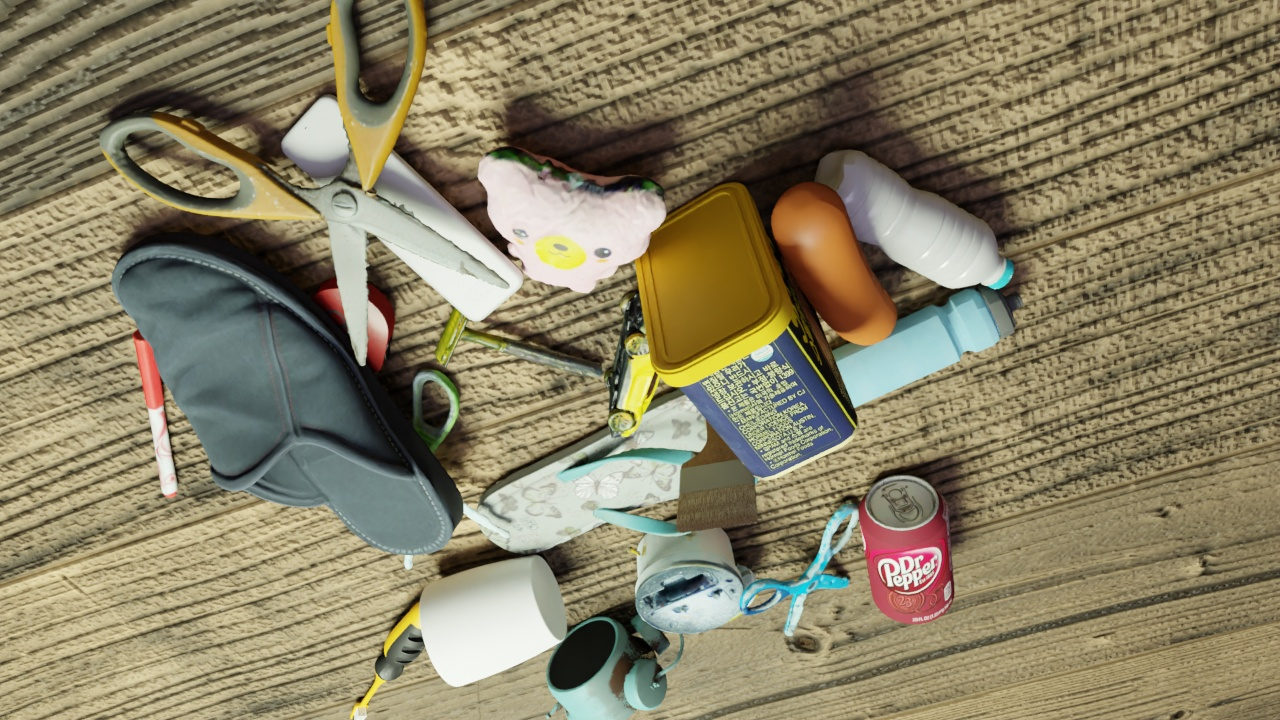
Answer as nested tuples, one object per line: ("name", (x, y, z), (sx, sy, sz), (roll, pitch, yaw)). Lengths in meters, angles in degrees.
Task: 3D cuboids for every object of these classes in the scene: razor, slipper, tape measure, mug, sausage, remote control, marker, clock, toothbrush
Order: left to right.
("marker", (-0.317, 0.039, 0.604), (0.013, 0.012, 0.142), (6, 127, -9))
("slipper", (-0.214, 0.044, 0.551), (0.109, 0.083, 0.265), (-22, 118, 26))
("tape measure", (-0.173, -0.024, 0.560), (0.059, 0.019, 0.052), (37, 121, -21))
("toothbrush", (-0.212, 0.258, 0.775), (0.031, 0.030, 0.197), (10, 133, -32))
("remote control", (-0.130, -0.082, 0.513), (0.045, 0.008, 0.146), (-37, 113, 23))
("mug", (-0.105, 0.200, 0.715), (0.088, 0.081, 0.114), (-21, 157, 7))
("razor", (-0.073, -0.006, 0.584), (0.105, 0.026, 0.043), (16, 123, -22))
("clock", (-0.020, 0.249, 0.745), (0.124, 0.089, 0.053), (-30, 115, 18))
("slipper", (0.003, 0.082, 0.639), (0.269, 0.054, 0.098), (-20, 124, 13))
("clock", (0.043, 0.174, 0.710), (0.083, 0.057, 0.117), (-26, 125, 14))
("sausage", (0.112, -0.046, 0.517), (0.039, 0.044, 0.164), (6, 164, 28))

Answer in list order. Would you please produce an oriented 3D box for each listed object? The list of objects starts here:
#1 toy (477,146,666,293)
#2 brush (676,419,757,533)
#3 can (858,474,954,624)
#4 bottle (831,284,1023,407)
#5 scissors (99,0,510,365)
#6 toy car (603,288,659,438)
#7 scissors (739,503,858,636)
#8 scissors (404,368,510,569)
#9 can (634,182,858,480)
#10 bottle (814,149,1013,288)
("toy", (-0.043, -0.075, 0.513), (0.102, 0.050, 0.093), (16, 138, -5))
("brush", (0.047, 0.045, 0.554), (0.045, 0.142, 0.008), (-10, 127, 14))
("can", (0.202, 0.144, 0.695), (0.063, 0.063, 0.114), (-14, 128, 6))
("bottle", (0.180, -0.011, 0.587), (0.130, 0.040, 0.040), (-26, 125, 15))
("scissors", (-0.164, -0.106, 0.479), (0.225, 0.016, 0.230), (23, 113, -8))
("toy car", (-0.003, 0.003, 0.579), (0.030, 0.049, 0.107), (6, 129, -13))
("scissors", (0.125, 0.170, 0.712), (0.139, 0.011, 0.134), (-11, 129, -35))
("scissors", (-0.165, 0.077, 0.636), (0.165, 0.024, 0.172), (7, 116, -11))
("can", (0.059, -0.016, 0.515), (0.075, 0.135, 0.104), (-29, 127, 17))
("bottle", (0.160, -0.076, 0.532), (0.136, 0.044, 0.044), (23, 123, -21))
